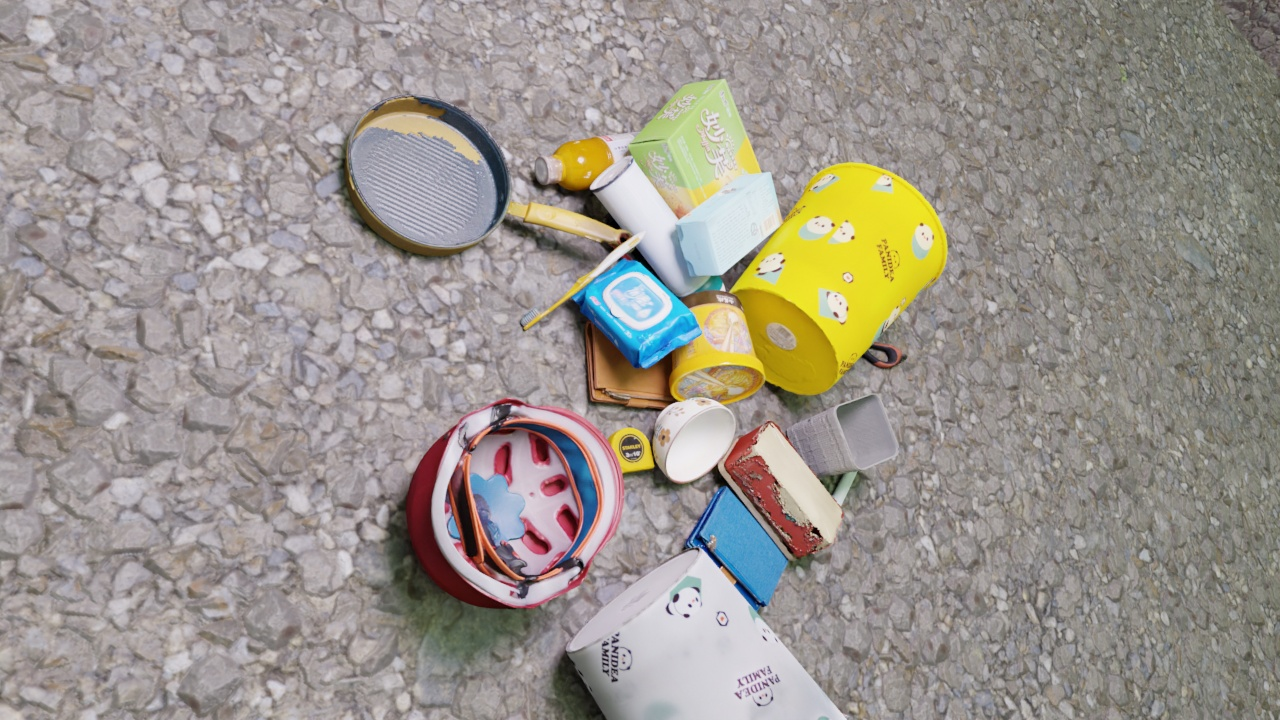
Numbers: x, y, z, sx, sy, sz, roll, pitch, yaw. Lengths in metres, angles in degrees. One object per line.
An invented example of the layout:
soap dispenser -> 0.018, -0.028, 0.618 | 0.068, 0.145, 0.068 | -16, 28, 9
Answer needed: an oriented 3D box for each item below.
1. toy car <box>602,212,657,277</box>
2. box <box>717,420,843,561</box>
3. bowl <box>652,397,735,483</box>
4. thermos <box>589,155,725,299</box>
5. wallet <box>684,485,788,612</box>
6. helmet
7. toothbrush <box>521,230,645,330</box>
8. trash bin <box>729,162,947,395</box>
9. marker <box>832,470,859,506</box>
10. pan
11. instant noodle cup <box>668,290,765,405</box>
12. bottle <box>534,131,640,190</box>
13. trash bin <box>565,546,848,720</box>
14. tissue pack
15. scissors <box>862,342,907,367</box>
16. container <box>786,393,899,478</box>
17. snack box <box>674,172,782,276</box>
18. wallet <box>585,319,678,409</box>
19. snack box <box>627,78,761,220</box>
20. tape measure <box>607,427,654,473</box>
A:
toy car -> -0.013, -0.153, 1.215 | 0.106, 0.031, 0.049 | 48, 54, -22
box -> 0.189, 0.166, 1.186 | 0.168, 0.080, 0.091 | 51, 35, -6
bowl -> 0.056, 0.091, 1.146 | 0.113, 0.114, 0.062 | -19, 42, -34
thermos -> 0.029, -0.156, 1.186 | 0.224, 0.073, 0.073 | 50, 55, -22
wallet -> 0.125, 0.240, 1.163 | 0.133, 0.040, 0.106 | 47, 48, -10
helmet -> -0.144, 0.155, 0.971 | 0.239, 0.144, 0.207 | -19, 84, -48
toothbrush -> -0.070, -0.101, 1.120 | 0.191, 0.016, 0.018 | -39, 97, -2
trash bin -> 0.254, -0.104, 1.256 | 0.229, 0.230, 0.254 | 48, 62, -8
marker -> 0.288, 0.178, 1.294 | 0.022, 0.018, 0.130 | 48, 55, -19
pan -> -0.175, -0.196, 1.106 | 0.357, 0.078, 0.197 | 22, 64, -23
instant noodle cup -> 0.090, -0.017, 1.159 | 0.118, 0.119, 0.114 | 10, 58, -28
bottle -> -0.050, -0.261, 1.209 | 0.189, 0.068, 0.068 | -16, 82, -34
trash bin -> 0.065, 0.357, 0.987 | 0.228, 0.230, 0.252 | -35, 87, -35
tissue pack -> -0.007, -0.061, 1.109 | 0.094, 0.052, 0.157 | -34, 58, -17
scissors -> 0.323, -0.038, 1.390 | 0.226, 0.015, 0.188 | 20, 64, -24
container -> 0.270, 0.108, 1.248 | 0.090, 0.115, 0.090 | -14, 81, -34
snack box -> 0.116, -0.177, 1.180 | 0.174, 0.052, 0.074 | -41, 122, -42
wallet -> -0.007, 0.007, 1.166 | 0.131, 0.031, 0.107 | 7, 69, -32
snack box -> 0.087, -0.246, 1.237 | 0.157, 0.070, 0.210 | -53, 130, -32
tape measure -> -0.017, 0.112, 1.126 | 0.060, 0.029, 0.057 | -5, 77, -32
